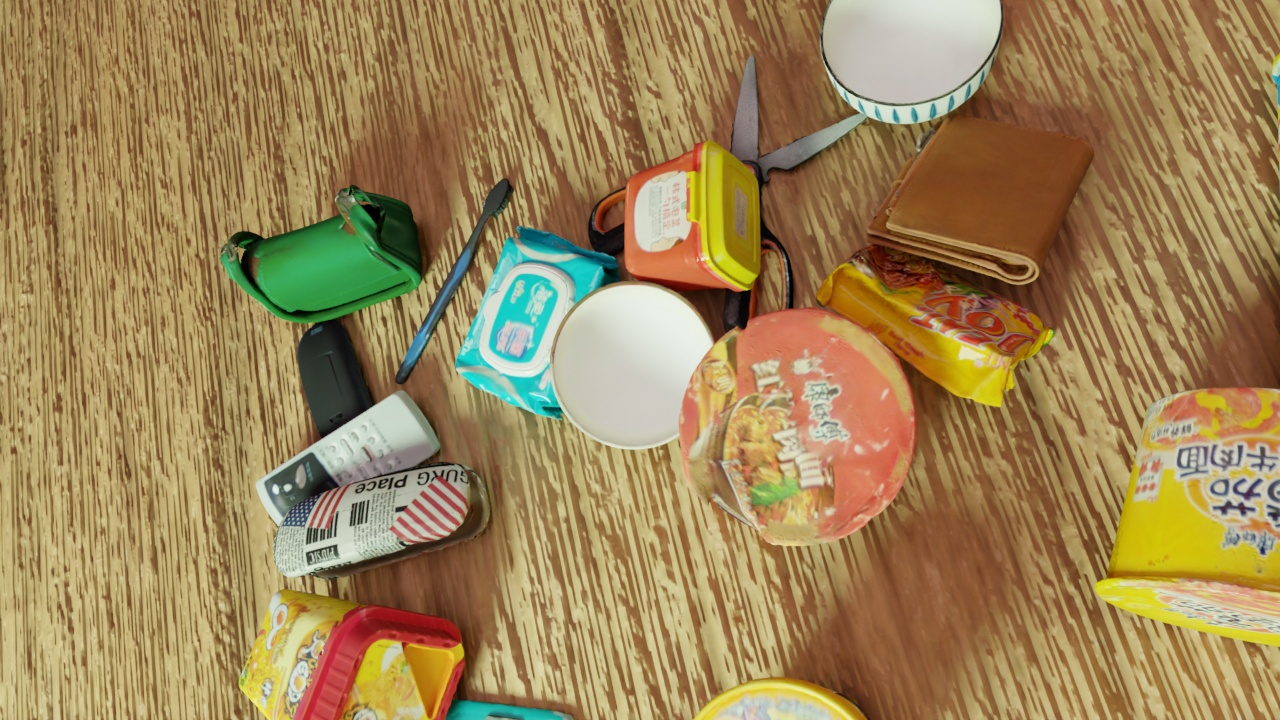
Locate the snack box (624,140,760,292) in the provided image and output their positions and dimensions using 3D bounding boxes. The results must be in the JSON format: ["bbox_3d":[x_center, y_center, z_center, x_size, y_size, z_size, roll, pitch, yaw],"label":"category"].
[{"bbox_3d":[0.033,-0.093,0.628,0.080,0.082,0.091,-8,73,31],"label":"snack box"}]

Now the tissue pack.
[{"bbox_3d":[-0.076,-0.030,0.690,0.093,0.050,0.133,18,83,24],"label":"tissue pack"}]

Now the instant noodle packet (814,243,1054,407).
[{"bbox_3d":[0.184,-0.029,0.569,0.128,0.110,0.044,36,127,23],"label":"instant noodle packet"}]

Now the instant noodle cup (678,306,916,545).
[{"bbox_3d":[0.106,0.045,0.573,0.138,0.108,0.137,-4,77,20],"label":"instant noodle cup"}]

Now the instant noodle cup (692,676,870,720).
[{"bbox_3d":[0.091,0.240,0.528,0.119,0.114,0.118,-5,76,19],"label":"instant noodle cup"}]

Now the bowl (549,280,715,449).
[{"bbox_3d":[-0.004,0.004,0.641,0.113,0.062,0.113,0,88,2],"label":"bowl"}]

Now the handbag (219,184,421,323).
[{"bbox_3d":[-0.246,-0.087,0.728,0.131,0.120,0.068,-16,74,8],"label":"handbag"}]

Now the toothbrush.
[{"bbox_3d":[-0.152,-0.064,0.749,0.014,0.016,0.189,28,91,15],"label":"toothbrush"}]

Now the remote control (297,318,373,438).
[{"bbox_3d":[-0.253,0.024,0.756,0.053,0.024,0.136,-30,69,10],"label":"remote control"}]

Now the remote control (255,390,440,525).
[{"bbox_3d":[-0.232,0.084,0.724,0.150,0.021,0.058,-32,95,10],"label":"remote control"}]

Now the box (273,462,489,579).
[{"bbox_3d":[-0.198,0.117,0.677,0.164,0.082,0.075,-16,82,14],"label":"box"}]

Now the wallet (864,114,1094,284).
[{"bbox_3d":[0.216,-0.107,0.583,0.108,0.031,0.131,20,52,25],"label":"wallet"}]

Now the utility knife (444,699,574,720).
[{"bbox_3d":[-0.116,0.259,0.655,0.166,0.013,0.029,-2,71,20],"label":"utility knife"}]

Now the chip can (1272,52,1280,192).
[{"bbox_3d":[0.400,-0.078,0.516,0.071,0.071,0.210,3,78,21],"label":"chip can"}]

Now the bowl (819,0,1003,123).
[{"bbox_3d":[0.186,-0.213,0.630,0.117,0.066,0.116,-4,76,18],"label":"bowl"}]

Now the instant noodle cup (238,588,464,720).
[{"bbox_3d":[-0.208,0.220,0.645,0.124,0.116,0.116,11,77,39],"label":"instant noodle cup"}]

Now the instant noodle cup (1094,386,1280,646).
[{"bbox_3d":[0.320,0.082,0.479,0.138,0.138,0.109,9,72,22],"label":"instant noodle cup"}]

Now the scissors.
[{"bbox_3d":[0.066,-0.117,0.675,0.234,0.021,0.220,-19,72,16],"label":"scissors"}]
